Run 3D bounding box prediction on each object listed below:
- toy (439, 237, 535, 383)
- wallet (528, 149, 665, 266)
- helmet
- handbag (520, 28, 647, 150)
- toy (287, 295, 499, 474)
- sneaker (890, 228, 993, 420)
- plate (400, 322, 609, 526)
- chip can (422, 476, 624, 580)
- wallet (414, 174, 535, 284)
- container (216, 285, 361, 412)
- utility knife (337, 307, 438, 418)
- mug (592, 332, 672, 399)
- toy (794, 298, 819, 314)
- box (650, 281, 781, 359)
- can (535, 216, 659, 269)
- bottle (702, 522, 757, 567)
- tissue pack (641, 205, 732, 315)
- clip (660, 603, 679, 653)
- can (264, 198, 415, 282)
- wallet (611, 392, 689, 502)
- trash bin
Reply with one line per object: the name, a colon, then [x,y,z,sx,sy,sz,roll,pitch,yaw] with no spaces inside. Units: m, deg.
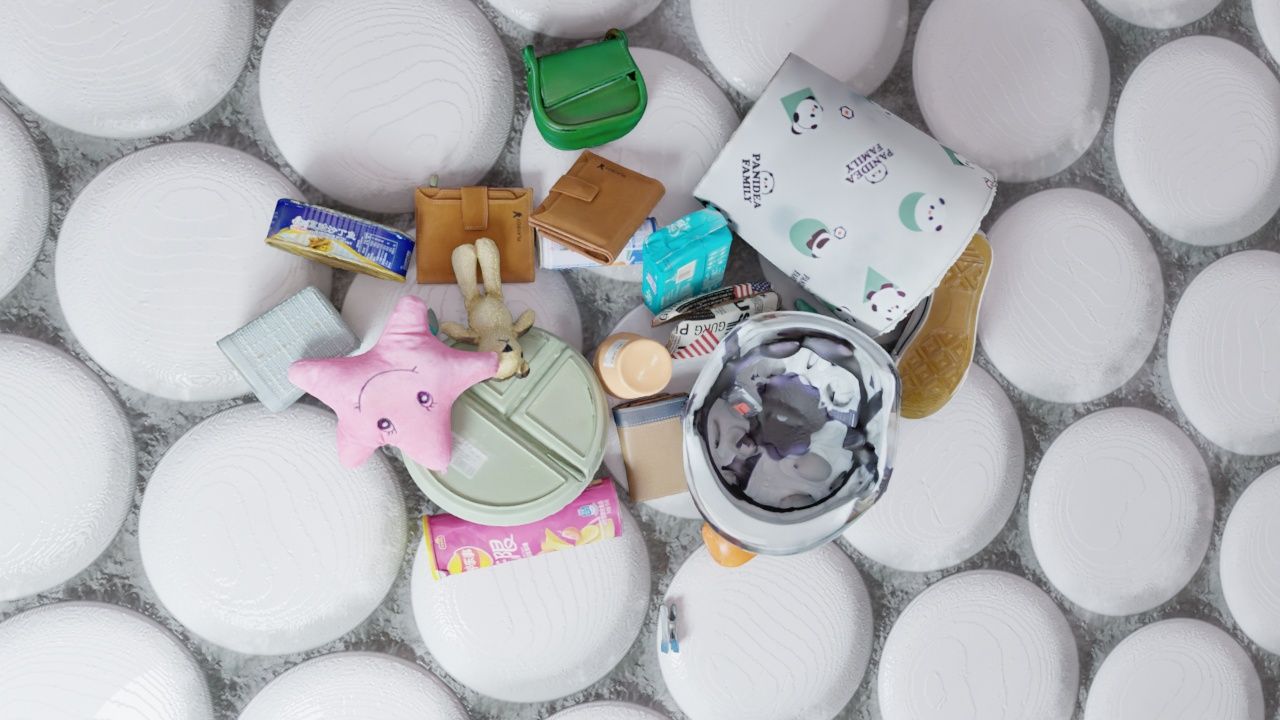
toy: [-0.161,-0.053,0.978,0.105,0.066,0.157,-10,81,-27]
wallet: [-0.047,-0.169,1.004,0.108,0.031,0.131,26,54,10]
helmet: [0.161,0.077,1.011,0.229,0.146,0.258,15,91,8]
handbag: [-0.061,-0.304,1.023,0.131,0.068,0.120,-15,86,-9]
toy: [-0.232,0.035,0.924,0.194,0.074,0.178,-29,108,0]
sneaker: [0.349,-0.048,1.088,0.118,0.087,0.241,12,110,1]
plate: [-0.147,0.063,0.993,0.230,0.027,0.230,2,72,-6]
chip can: [-0.128,0.182,1.009,0.210,0.071,0.071,-11,92,-10]
wallet: [-0.184,-0.145,1.018,0.130,0.035,0.119,-2,97,-10]
container: [-0.360,-0.014,0.957,0.111,0.090,0.090,-37,97,-11]
utility knife: [-0.276,0.007,1.010,0.029,0.013,0.157,43,86,-5]
mug: [-0.006,0.006,1.003,0.078,0.123,0.078,0,90,-10]
toy: [0.192,-0.012,1.088,0.096,0.030,0.092,42,88,-16]
box: [0.083,-0.060,1.026,0.163,0.075,0.082,-16,56,-31]
can: [-0.048,-0.132,1.029,0.134,0.053,0.053,-5,91,-10]
bottle: [0.147,0.185,1.067,0.149,0.067,0.067,-23,94,-17]
tissue pack: [0.048,-0.105,1.011,0.093,0.134,0.050,-28,70,-13]
clip: [0.033,0.310,1.063,0.038,0.026,0.058,3,84,-19]
can: [-0.316,-0.126,0.971,0.148,0.075,0.049,15,84,-10]
wallet: [0.021,0.099,1.052,0.090,0.033,0.115,-12,98,-8]
trash bin: [0.210,-0.184,0.998,0.252,0.230,0.229,35,84,-4]
